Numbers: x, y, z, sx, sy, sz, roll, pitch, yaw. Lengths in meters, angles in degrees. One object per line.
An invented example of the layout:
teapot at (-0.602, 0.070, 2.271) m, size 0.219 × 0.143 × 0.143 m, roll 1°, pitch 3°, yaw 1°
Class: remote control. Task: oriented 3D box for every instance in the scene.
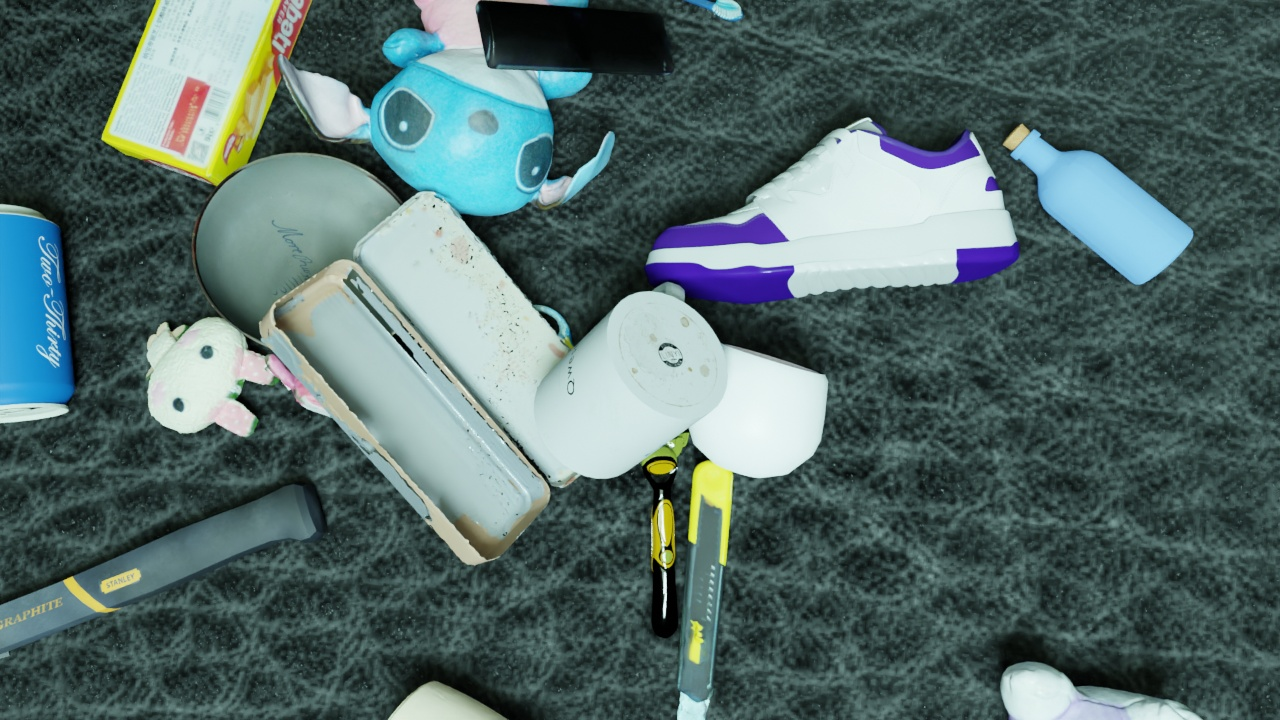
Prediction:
remote control at (-0.039, -0.216, 0.614) m, size 0.140 × 0.021 × 0.045 m, roll -8°, pitch 83°, yaw -32°

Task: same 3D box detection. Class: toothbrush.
toothbrush at (0.013, -0.276, 0.674) m, size 0.132 × 0.016 × 0.021 m, roll 21°, pitch 85°, yaw 6°

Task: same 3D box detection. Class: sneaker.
sneaker at (0.122, -0.104, 0.612) m, size 0.244 × 0.092 × 0.111 m, roll -5°, pitch 82°, yaw 1°

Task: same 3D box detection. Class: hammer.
hammer at (-0.372, 0.166, 0.655) m, size 0.312 × 0.035 × 0.139 m, roll -21°, pitch 81°, yaw 2°

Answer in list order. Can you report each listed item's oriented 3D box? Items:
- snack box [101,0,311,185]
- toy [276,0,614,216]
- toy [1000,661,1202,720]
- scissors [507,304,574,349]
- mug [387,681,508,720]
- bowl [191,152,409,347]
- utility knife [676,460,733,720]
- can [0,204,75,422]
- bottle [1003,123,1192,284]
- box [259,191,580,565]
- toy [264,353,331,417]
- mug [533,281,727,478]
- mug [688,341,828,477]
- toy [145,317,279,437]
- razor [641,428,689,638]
snack box at (-0.317, -0.237, 0.686) m, size 0.092 × 0.042 × 0.200 m, roll 19°, pitch 86°, yaw 7°
toy at (-0.124, -0.198, 0.634) m, size 0.224 × 0.099 × 0.191 m, roll 11°, pitch 78°, yaw -14°
toy at (0.254, 0.296, 0.559) m, size 0.138 × 0.085 × 0.209 m, roll 14°, pitch 84°, yaw 9°
scissors at (-0.045, 0.001, 0.654) m, size 0.130 × 0.014 × 0.125 m, roll 42°, pitch 90°, yaw 4°
mug at (-0.122, 0.277, 0.602) m, size 0.104 × 0.085 × 0.112 m, roll 33°, pitch 117°, yaw 17°
bowl at (-0.231, -0.065, 0.639) m, size 0.150 × 0.057 × 0.150 m, roll 9°, pitch 71°, yaw -29°
utility knife at (0.041, 0.185, 0.623) m, size 0.029 × 0.020 × 0.233 m, roll 4°, pitch 85°, yaw 7°
can at (-0.457, -0.032, 0.658) m, size 0.079 × 0.079 × 0.146 m, roll -10°, pitch 83°, yaw 4°
bottle at (0.300, -0.111, 0.615) m, size 0.131 × 0.048 × 0.048 m, roll 43°, pitch 89°, yaw 8°
box at (-0.124, 0.012, 0.609) m, size 0.156 × 0.071 × 0.216 m, roll -41°, pitch 99°, yaw -9°
toy at (-0.211, 0.024, 0.647) m, size 0.102 × 0.065 × 0.050 m, roll 28°, pitch 119°, yaw 4°
mug at (-0.003, 0.004, 0.578) m, size 0.083 × 0.097 × 0.119 m, roll 31°, pitch 50°, yaw -16°
mug at (0.060, 0.029, 0.606) m, size 0.124 × 0.090 × 0.076 m, roll 19°, pitch 96°, yaw 25°
toy at (-0.318, 0.009, 0.661) m, size 0.112 × 0.050 × 0.087 m, roll 30°, pitch 87°, yaw 2°
razor at (0.015, 0.117, 0.628) m, size 0.044 × 0.021 × 0.144 m, roll -1°, pitch 89°, yaw -17°
